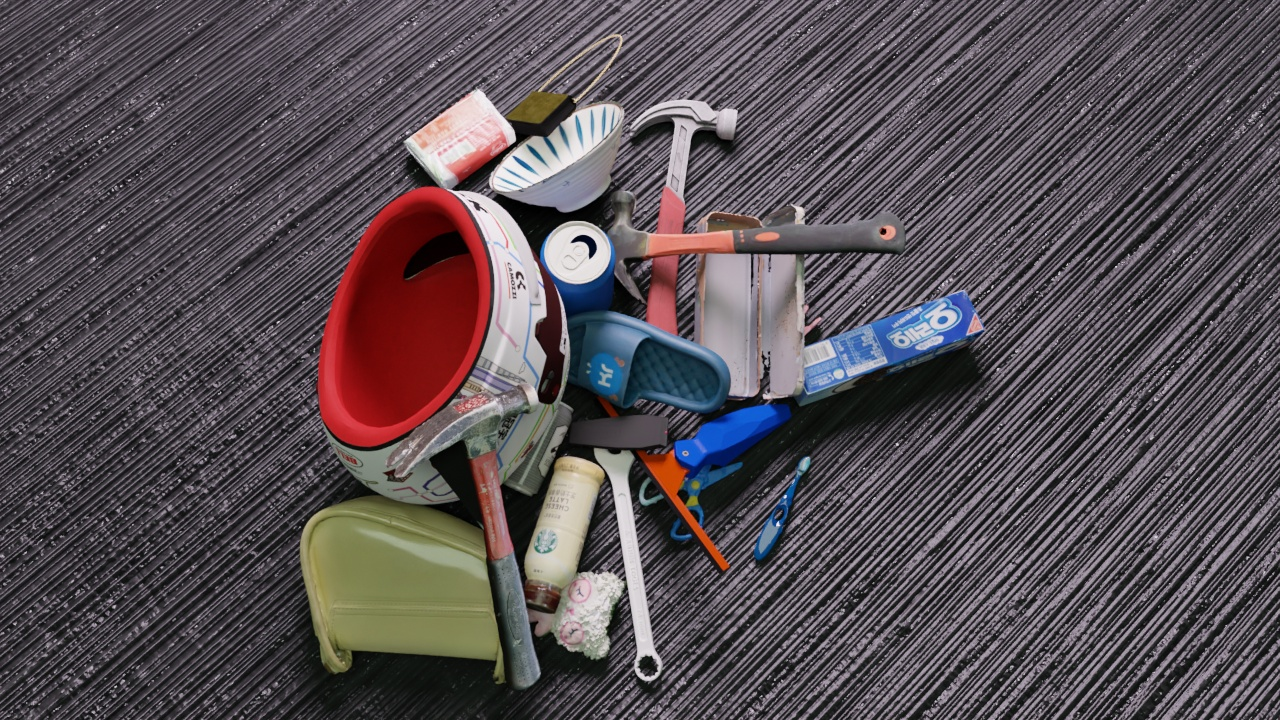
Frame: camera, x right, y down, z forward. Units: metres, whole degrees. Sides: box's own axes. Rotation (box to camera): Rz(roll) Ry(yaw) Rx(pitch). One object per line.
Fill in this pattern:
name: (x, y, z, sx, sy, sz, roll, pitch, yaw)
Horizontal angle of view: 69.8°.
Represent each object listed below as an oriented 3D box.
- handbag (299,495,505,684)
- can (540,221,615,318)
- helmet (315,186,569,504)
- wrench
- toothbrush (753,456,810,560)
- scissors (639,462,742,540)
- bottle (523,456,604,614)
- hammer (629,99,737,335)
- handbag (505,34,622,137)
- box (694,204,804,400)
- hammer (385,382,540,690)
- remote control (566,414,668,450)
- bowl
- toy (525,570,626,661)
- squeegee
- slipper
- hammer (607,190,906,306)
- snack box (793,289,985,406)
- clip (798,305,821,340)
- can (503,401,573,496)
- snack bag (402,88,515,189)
handbag: (-0.235, 0.238, 0.969, 0.233, 0.088, 0.191, 5, 91, -2)
can: (-0.068, -0.094, 1.016, 0.079, 0.146, 0.079, 1, 76, -3)
helmet: (-0.186, -0.006, 0.941, 0.231, 0.235, 0.314, 25, 95, 26)
wrench: (-0.011, 0.211, 1.011, 0.047, 0.009, 0.273, -12, 77, 13)
toothbrush: (0.160, 0.165, 1.032, 0.021, 0.016, 0.132, 28, 76, 6)
scissors: (0.054, 0.135, 1.038, 0.105, 0.019, 0.131, 30, 73, 3)
bottle: (-0.086, 0.186, 0.980, 0.056, 0.057, 0.161, 16, 65, 1)
hammer: (0.034, -0.164, 1.098, 0.126, 0.036, 0.315, 8, 77, 2)
handbag: (-0.083, -0.340, 1.123, 0.084, 0.027, 0.177, 21, 64, 43)
box: (0.120, -0.066, 1.034, 0.105, 0.096, 0.216, 4, 82, -12)
hammer: (-0.142, 0.186, 0.868, 0.140, 0.036, 0.327, -21, 119, -28)
remote control: (-0.028, 0.080, 1.017, 0.125, 0.010, 0.039, -3, 74, 26)
bowl: (-0.083, -0.223, 1.070, 0.177, 0.177, 0.071, -40, 122, -11)
toy: (-0.077, 0.267, 0.986, 0.109, 0.041, 0.095, 11, 78, 7)
squeegee: (0.092, 0.089, 1.018, 0.184, 0.055, 0.249, -23, 57, -25)
slipper: (-0.006, 0.006, 1.006, 0.214, 0.059, 0.104, 13, 119, 15)
hammer: (0.119, -0.131, 1.008, 0.334, 0.033, 0.133, -1, 79, 21)
snack box: (0.278, -0.014, 1.060, 0.226, 0.059, 0.059, -20, 74, -7)
clip: (0.182, -0.041, 1.080, 0.037, 0.022, 0.058, 41, 80, 3)
can: (-0.114, 0.095, 1.022, 0.044, 0.044, 0.106, 24, 77, 3)
snack bag: (-0.216, -0.265, 1.107, 0.115, 0.036, 0.077, -40, 81, -10)
